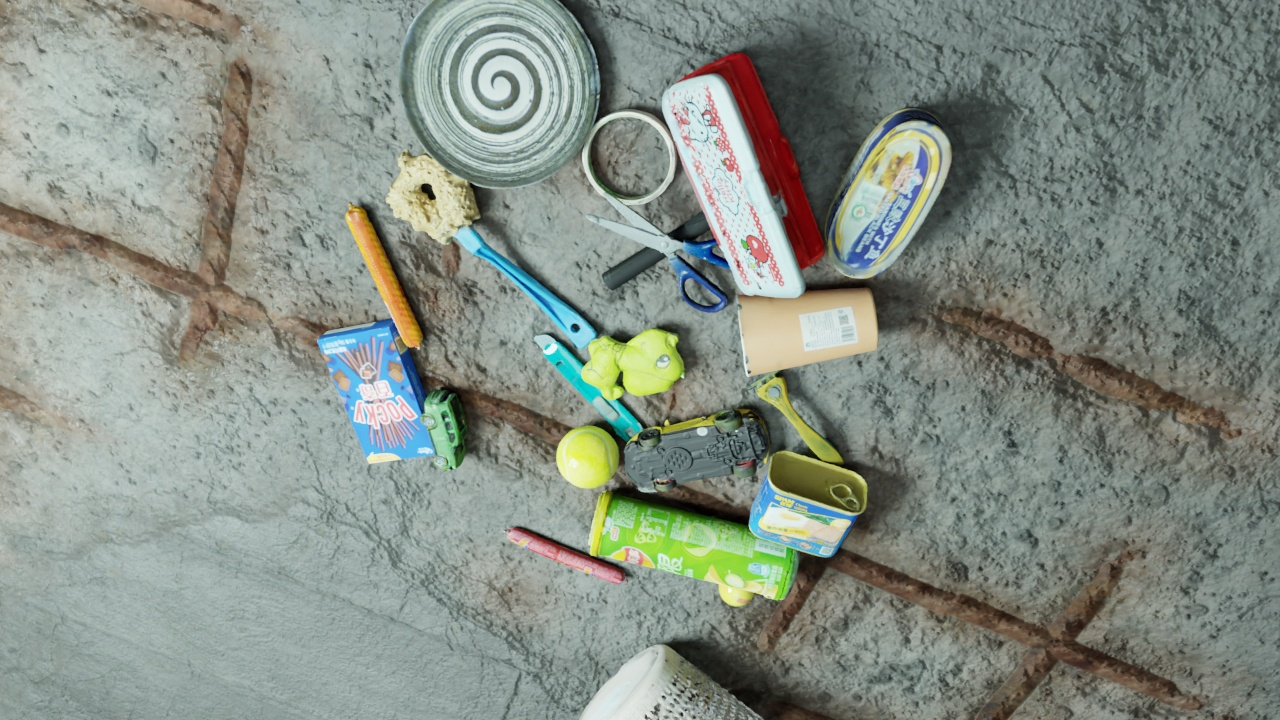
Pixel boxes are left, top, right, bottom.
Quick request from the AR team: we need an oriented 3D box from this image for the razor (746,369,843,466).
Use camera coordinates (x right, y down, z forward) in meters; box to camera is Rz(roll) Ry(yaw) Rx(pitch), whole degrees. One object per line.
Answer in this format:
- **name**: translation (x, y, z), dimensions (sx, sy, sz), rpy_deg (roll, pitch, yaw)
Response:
- **razor**: translation (0.163, 0.063, 0.922), dimensions (0.043, 0.028, 0.132), rpy_deg (-36, 107, 20)

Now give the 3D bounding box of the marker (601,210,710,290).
- **marker**: translation (0.020, -0.106, 0.864), dimensions (0.132, 0.022, 0.020), rpy_deg (-30, 68, 22)

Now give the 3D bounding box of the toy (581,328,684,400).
- **toy**: translation (-0.005, 0.005, 0.919), dimensions (0.100, 0.031, 0.097), rpy_deg (18, 121, -1)

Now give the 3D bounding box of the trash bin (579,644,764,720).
- **trash bin**: translation (0.039, 0.444, 1.045), dimensions (0.192, 0.226, 0.228), rpy_deg (46, 115, 0)

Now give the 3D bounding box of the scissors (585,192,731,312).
- **scissors**: translation (0.037, -0.108, 0.841), dimensions (0.141, 0.012, 0.171), rpy_deg (-22, 126, 10)

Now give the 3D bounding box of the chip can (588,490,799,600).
- **chip can**: translation (0.058, 0.198, 0.982), dimensions (0.221, 0.072, 0.073), rpy_deg (13, 118, 4)

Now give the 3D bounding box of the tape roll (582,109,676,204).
- **tape roll**: translation (-0.010, -0.184, 0.834), dimensions (0.086, 0.013, 0.086), rpy_deg (4, 117, 8)

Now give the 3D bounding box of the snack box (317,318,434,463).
- **snack box**: translation (-0.277, 0.036, 0.986), dimensions (0.085, 0.026, 0.157), rpy_deg (-9, 114, 14)

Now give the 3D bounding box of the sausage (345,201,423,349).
- **sausage**: translation (-0.257, -0.083, 0.926), dimensions (0.021, 0.021, 0.165), rpy_deg (-13, 114, 16)

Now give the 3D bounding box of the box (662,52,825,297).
- **box**: translation (0.093, -0.150, 0.775), dimensions (0.095, 0.098, 0.201), rpy_deg (-26, 110, 2)

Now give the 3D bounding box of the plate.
- **plate**: translation (-0.123, -0.243, 0.813), dimensions (0.179, 0.024, 0.180), rpy_deg (2, 112, 5)

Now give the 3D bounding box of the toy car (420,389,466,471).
- **toy car**: translation (-0.207, 0.075, 0.984), dimensions (0.036, 0.043, 0.091), rpy_deg (-2, 116, 10)

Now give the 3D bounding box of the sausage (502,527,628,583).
- **sausage**: translation (-0.086, 0.224, 1.052), dimensions (0.156, 0.020, 0.020), rpy_deg (22, 118, -1)

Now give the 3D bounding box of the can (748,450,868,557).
- **can**: translation (0.169, 0.149, 0.938), dimensions (0.102, 0.057, 0.083), rpy_deg (17, 133, 2)

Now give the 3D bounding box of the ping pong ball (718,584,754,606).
- **ping pong ball**: translation (0.107, 0.252, 1.018), dimensions (0.040, 0.040, 0.040), rpy_deg (4, 117, 8)

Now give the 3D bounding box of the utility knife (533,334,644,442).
- **utility knife**: translation (-0.051, 0.032, 0.951), dimensions (0.029, 0.013, 0.164), rpy_deg (-38, 105, 23)

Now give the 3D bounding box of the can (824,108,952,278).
- **can**: translation (0.212, -0.143, 0.795), dimensions (0.074, 0.049, 0.148), rpy_deg (25, 118, -3)

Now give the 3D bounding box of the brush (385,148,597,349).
- **brush**: translation (-0.140, -0.103, 0.890), dimensions (0.254, 0.045, 0.083), rpy_deg (43, 112, -16)

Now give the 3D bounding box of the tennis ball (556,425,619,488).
- **tennis ball**: translation (-0.055, 0.101, 0.957), dimensions (0.065, 0.065, 0.065), rpy_deg (4, 117, 8)

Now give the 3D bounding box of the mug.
- **mug**: translation (0.154, -0.031, 0.850), dimensions (0.123, 0.078, 0.078), rpy_deg (-8, 115, 9)

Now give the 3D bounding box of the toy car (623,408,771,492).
- **toy car**: translation (0.056, 0.091, 0.945), dimensions (0.156, 0.041, 0.071), rpy_deg (-15, 113, 15)
